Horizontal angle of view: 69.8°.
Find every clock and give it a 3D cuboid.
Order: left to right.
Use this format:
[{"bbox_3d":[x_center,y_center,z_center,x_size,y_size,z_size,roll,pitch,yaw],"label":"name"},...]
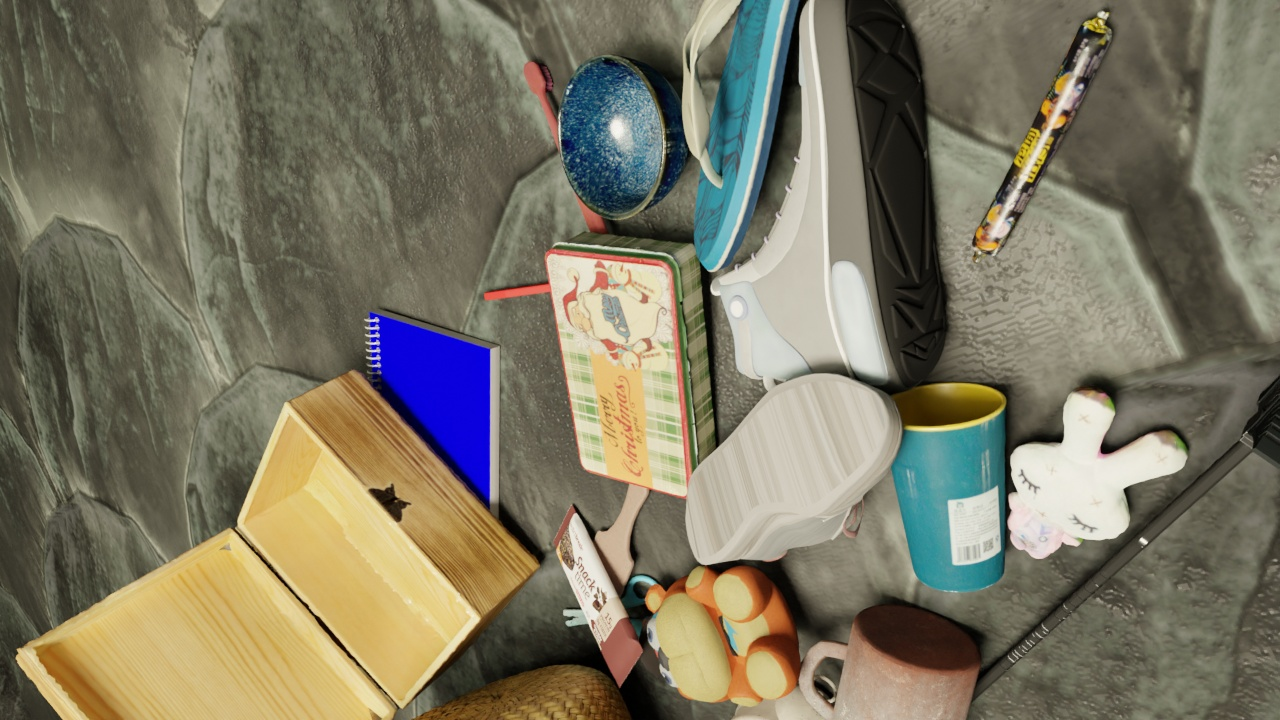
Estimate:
[{"bbox_3d":[0.118,0.309,0.740,0.103,0.061,0.157,34,124,22],"label":"clock"}]

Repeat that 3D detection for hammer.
[{"bbox_3d":[0.279,0.138,0.563,0.015,0.094,0.326,40,131,19],"label":"hammer"}]

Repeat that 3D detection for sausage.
[{"bbox_3d":[0.233,-0.125,0.537,0.020,0.020,0.156,33,122,24],"label":"sausage"}]

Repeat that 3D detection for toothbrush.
[{"bbox_3d":[-0.055,-0.060,0.775,0.213,0.012,0.018,-4,103,37],"label":"toothbrush"},{"bbox_3d":[-0.050,-0.151,0.732,0.016,0.016,0.190,-25,87,39],"label":"toothbrush"}]

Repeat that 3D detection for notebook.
[{"bbox_3d":[-0.212,0.065,0.927,0.172,0.022,0.209,16,114,30],"label":"notebook"}]

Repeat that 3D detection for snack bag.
[{"bbox_3d":[-0.041,0.206,0.816,0.158,0.013,0.057,59,135,38],"label":"snack bag"}]

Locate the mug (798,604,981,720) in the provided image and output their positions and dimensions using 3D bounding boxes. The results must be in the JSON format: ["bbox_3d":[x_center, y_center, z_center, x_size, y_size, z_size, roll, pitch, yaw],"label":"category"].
[{"bbox_3d":[0.171,0.235,0.654,0.123,0.096,0.110,18,103,31],"label":"mug"}]

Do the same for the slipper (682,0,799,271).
[{"bbox_3d":[0.058,-0.205,0.581,0.060,0.118,0.295,10,109,-7],"label":"slipper"}]

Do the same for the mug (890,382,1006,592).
[{"bbox_3d":[0.202,0.084,0.598,0.078,0.078,0.121,0,109,36],"label":"mug"}]

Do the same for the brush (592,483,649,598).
[{"bbox_3d":[-0.017,0.160,0.819,0.050,0.015,0.136,38,119,36],"label":"brush"}]

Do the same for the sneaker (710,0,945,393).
[{"bbox_3d":[0.105,-0.102,0.605,0.161,0.092,0.257,-2,102,45],"label":"sneaker"}]

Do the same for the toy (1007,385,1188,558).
[{"bbox_3d":[0.270,0.076,0.567,0.079,0.037,0.123,33,125,15],"label":"toy"}]

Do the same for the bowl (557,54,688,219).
[{"bbox_3d":[-0.003,-0.164,0.667,0.114,0.060,0.114,22,121,42],"label":"bowl"}]

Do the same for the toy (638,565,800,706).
[{"bbox_3d":[0.059,0.221,0.735,0.112,0.096,0.176,67,155,10],"label":"toy"}]

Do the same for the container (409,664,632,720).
[{"bbox_3d":[-0.129,0.402,0.807,0.308,0.306,0.196,-30,79,39],"label":"container"}]

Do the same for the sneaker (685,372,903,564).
[{"bbox_3d":[0.119,0.080,0.633,0.237,0.089,0.099,-47,49,53],"label":"sneaker"}]

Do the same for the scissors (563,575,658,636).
[{"bbox_3d":[-0.027,0.229,0.850,0.142,0.015,0.076,-8,102,32],"label":"scissors"}]

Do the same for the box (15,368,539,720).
[{"bbox_3d":[-0.340,0.246,0.866,0.279,0.335,0.287,44,131,7],"label":"box"}]

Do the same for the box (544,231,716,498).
[{"bbox_3d":[-0.004,0.004,0.715,0.118,0.050,0.206,14,124,33],"label":"box"}]
